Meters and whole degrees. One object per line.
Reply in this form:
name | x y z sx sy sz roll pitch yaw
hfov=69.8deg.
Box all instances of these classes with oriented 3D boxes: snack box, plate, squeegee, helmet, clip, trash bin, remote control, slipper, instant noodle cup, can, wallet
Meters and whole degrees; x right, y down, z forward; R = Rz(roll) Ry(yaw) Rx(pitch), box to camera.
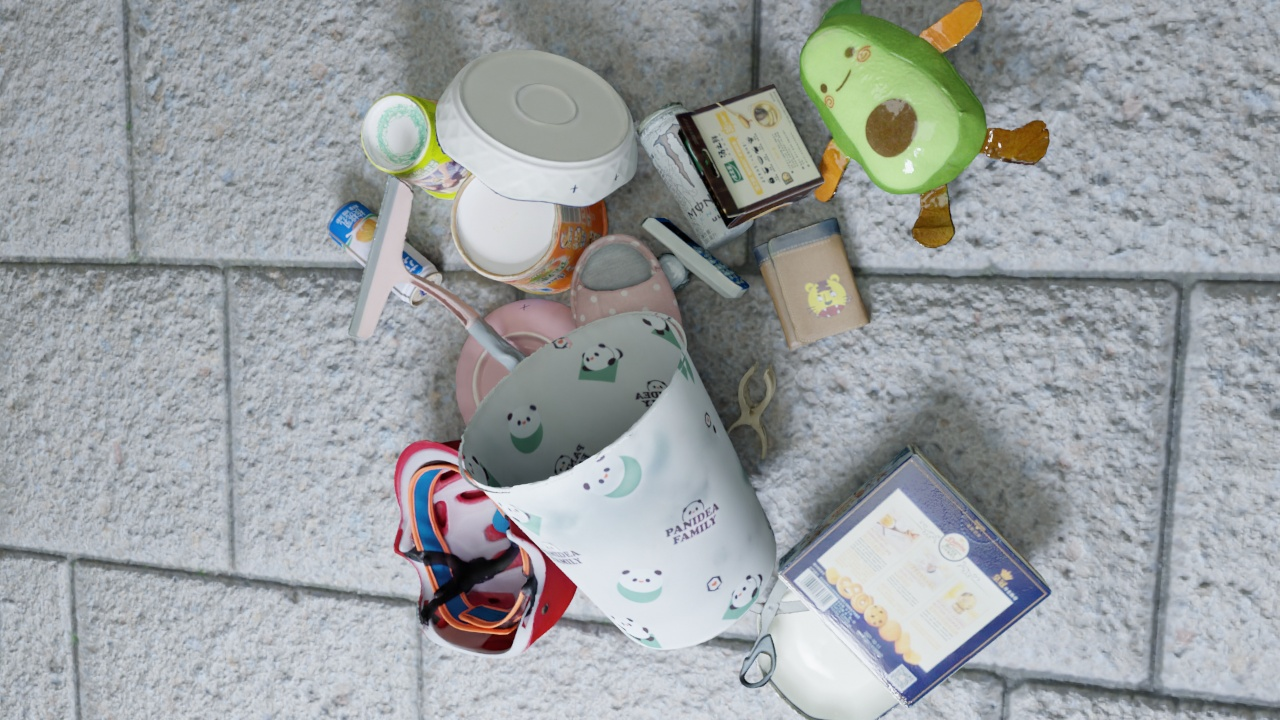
snack box | 0.100 -0.198 0.895 0.125 0.053 0.113 -24 84 -21
plate | 0.239 0.259 0.939 0.162 0.034 0.266 46 105 7
squeegee | -0.186 -0.039 0.979 0.249 0.040 0.248 38 134 5
helmet | -0.154 0.185 0.984 0.207 0.143 0.240 -18 89 39
clip | 0.118 0.052 0.956 0.070 0.034 0.100 16 104 13
trash bin | -0.006 0.120 0.863 0.230 0.229 0.252 -23 120 16
remote control | 0.057 -0.107 0.951 0.125 0.049 0.024 41 107 9
slipper | -0.006 0.006 0.950 0.114 0.054 0.274 -9 105 9
snack box | 0.259 0.208 0.884 0.183 0.045 0.178 -45 85 13
instant noodle cup | -0.231 -0.234 0.982 0.112 0.123 0.111 1 95 16
instant noodle cup | -0.122 -0.144 0.965 0.151 0.111 0.151 1 95 15
can | 0.055 -0.187 0.939 0.058 0.058 0.146 -31 86 16
plate | -0.123 0.028 1.016 0.193 0.039 0.192 1 94 15
can | -0.291 -0.121 1.045 0.134 0.053 0.053 40 104 9
plate | -0.098 -0.239 0.912 0.205 0.204 0.046 37 139 10
wallet | 0.173 -0.077 0.931 0.090 0.033 0.115 -19 93 16

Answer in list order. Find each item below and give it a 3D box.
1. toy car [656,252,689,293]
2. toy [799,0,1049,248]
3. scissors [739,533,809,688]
toy car | 0.012 -0.075 0.975 0.091 0.034 0.043 -45 79 13
toy | 0.243 -0.233 0.863 0.246 0.089 0.228 46 120 10
scissors | 0.129 0.253 0.945 0.159 0.014 0.178 23 99 8
